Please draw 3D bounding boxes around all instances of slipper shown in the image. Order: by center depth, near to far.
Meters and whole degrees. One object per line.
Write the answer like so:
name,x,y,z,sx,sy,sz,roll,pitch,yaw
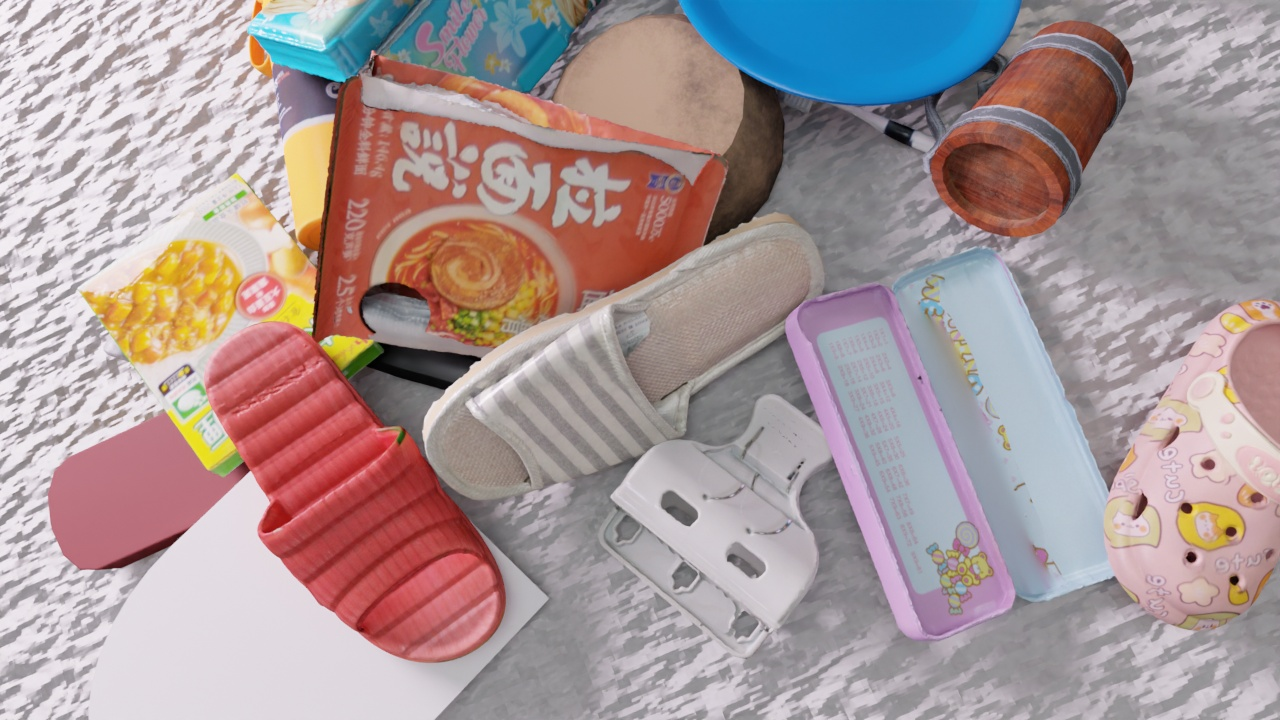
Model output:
slipper,0.331,0.053,0.502,0.093,0.081,0.197,26,82,0
slipper,-0.178,0.080,0.552,0.103,0.059,0.249,-39,88,-10
slipper,-0.003,0.003,0.562,0.272,0.114,0.054,-30,40,-4

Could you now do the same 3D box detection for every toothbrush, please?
toothbrush,0.179,-0.142,0.602,0.187,0.012,0.017,27,99,13

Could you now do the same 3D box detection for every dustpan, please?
dustpan,-0.219,0.179,0.593,0.191,0.053,0.257,45,80,0

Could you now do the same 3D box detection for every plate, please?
plate,0.130,-0.251,0.590,0.224,0.024,0.224,1,68,-1

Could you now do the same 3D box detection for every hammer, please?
hammer,-0.218,-0.020,0.644,0.324,0.029,0.127,16,84,11

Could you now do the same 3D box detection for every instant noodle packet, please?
instant noodle packet,-0.073,-0.075,0.561,0.221,0.083,0.165,12,117,-11

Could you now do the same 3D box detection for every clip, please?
clip,0.057,0.090,0.551,0.126,0.105,0.152,38,99,11

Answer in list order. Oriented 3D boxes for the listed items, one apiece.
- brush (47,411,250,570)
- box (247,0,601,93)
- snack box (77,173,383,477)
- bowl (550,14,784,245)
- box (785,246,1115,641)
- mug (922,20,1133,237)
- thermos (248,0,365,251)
brush,-0.319,0.082,0.636,0.173,0.042,0.082,-24,77,5
box,-0.123,-0.256,0.598,0.168,0.087,0.226,35,74,0
snack box,-0.275,-0.028,0.615,0.131,0.027,0.168,-40,75,-10
bowl,0.013,-0.153,0.601,0.162,0.070,0.162,-2,80,10
box,0.189,0.046,0.553,0.151,0.041,0.214,-18,78,-6
mug,0.223,-0.146,0.557,0.117,0.081,0.111,24,65,36
thermos,-0.226,-0.195,0.645,0.091,0.076,0.232,-10,79,-14
